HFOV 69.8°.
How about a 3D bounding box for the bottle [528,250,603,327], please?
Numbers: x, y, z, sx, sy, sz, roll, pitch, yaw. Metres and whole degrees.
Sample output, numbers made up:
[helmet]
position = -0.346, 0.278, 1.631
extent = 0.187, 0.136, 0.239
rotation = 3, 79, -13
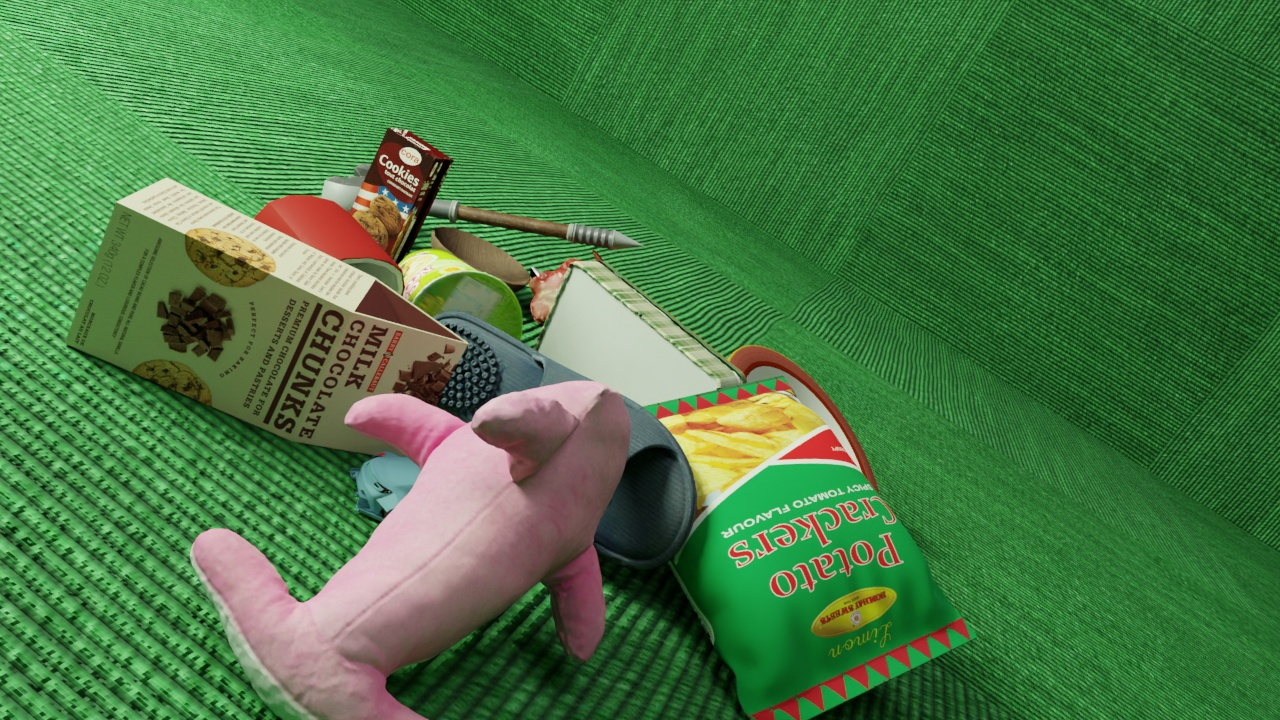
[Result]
[bottle]
position = -0.060, -0.065, 0.962
extent = 0.099, 0.099, 0.111
rotation = 44, 13, 36

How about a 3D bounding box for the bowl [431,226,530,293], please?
[bowl]
position = -0.177, -0.102, 0.990
extent = 0.118, 0.030, 0.117
rotation = 28, 17, -10

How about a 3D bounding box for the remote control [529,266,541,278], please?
[remote control]
position = -0.092, -0.078, 1.044
extent = 0.028, 0.012, 0.124
rotation = 52, 9, 21

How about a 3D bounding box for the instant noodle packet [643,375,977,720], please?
[instant noodle packet]
position = 0.096, 0.119, 0.658
extent = 0.195, 0.091, 0.252
rotation = -11, 52, -31

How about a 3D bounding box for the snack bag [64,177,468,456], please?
[snack bag]
position = -0.222, -0.017, 0.571
extent = 0.206, 0.094, 0.069
rotation = 26, 18, -14

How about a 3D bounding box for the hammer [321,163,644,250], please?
[hammer]
position = -0.158, -0.150, 0.966
extent = 0.322, 0.043, 0.155
rotation = 10, 19, -2

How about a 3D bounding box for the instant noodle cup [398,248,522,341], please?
[instant noodle cup]
position = -0.163, -0.045, 0.766
extent = 0.098, 0.099, 0.108
rotation = 18, 14, -35

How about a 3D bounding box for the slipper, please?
[slipper]
position = -0.076, 0.041, 0.628
extent = 0.264, 0.101, 0.082
rotation = 34, 0, 24

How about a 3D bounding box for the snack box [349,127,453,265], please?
[snack box]
position = -0.220, -0.126, 0.798
extent = 0.051, 0.141, 0.031
rotation = 34, 18, 10

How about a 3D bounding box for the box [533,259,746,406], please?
[box]
position = -0.005, 0.005, 0.833
extent = 0.205, 0.118, 0.050
rotation = 39, 26, 29

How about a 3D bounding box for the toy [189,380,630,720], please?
[toy]
position = -0.076, 0.070, 0.460
extent = 0.186, 0.128, 0.264
rotation = 42, 40, 5

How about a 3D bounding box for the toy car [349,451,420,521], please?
[toy car]
position = -0.123, 0.082, 0.573
extent = 0.107, 0.027, 0.060
rotation = 19, 21, -33

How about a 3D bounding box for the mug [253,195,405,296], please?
[mug]
position = -0.254, -0.069, 0.695
extent = 0.116, 0.081, 0.096
rotation = -2, 36, -48

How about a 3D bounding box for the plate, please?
[plate]
position = 0.153, 0.087, 0.879
extent = 0.229, 0.021, 0.229
rotation = 33, 36, -29
